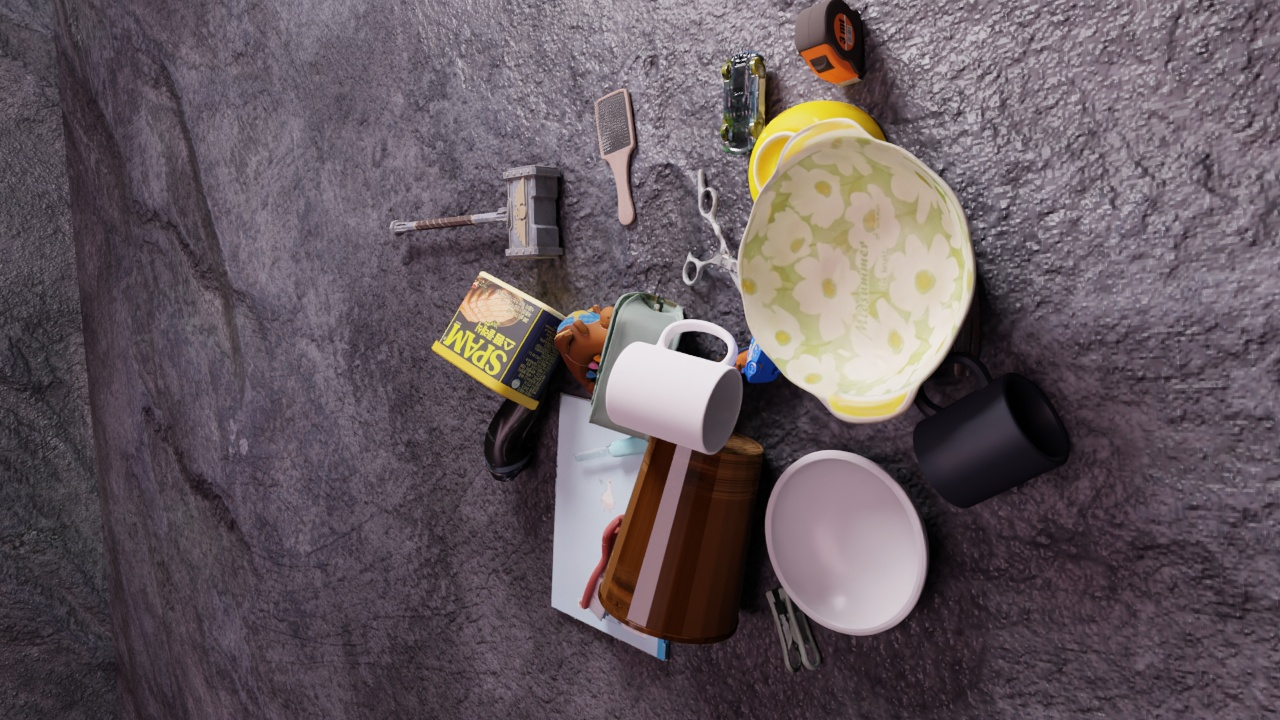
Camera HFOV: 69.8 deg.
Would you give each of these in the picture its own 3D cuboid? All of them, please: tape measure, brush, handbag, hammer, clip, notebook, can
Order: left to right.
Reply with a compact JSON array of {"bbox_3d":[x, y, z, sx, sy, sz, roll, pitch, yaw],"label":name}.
[{"bbox_3d":[-0.214,-0.168,1.103,0.323,0.044,0.098,3,97,44],"label":"hammer"},{"bbox_3d":[-0.148,-0.024,1.012,0.135,0.075,0.104,28,87,39],"label":"can"},{"bbox_3d":[-0.029,0.210,0.917,0.030,0.040,0.173,40,143,21],"label":"brush"},{"bbox_3d":[-0.031,0.173,0.983,0.181,0.009,0.253,12,102,43],"label":"notebook"},{"bbox_3d":[-0.024,-0.205,0.933,0.050,0.015,0.135,-9,88,46],"label":"brush"},{"bbox_3d":[-0.005,0.005,0.874,0.067,0.106,0.122,16,107,1],"label":"handbag"},{"bbox_3d":[0.136,0.239,0.816,0.042,0.023,0.075,-27,74,44],"label":"clip"},{"bbox_3d":[0.140,-0.008,0.779,0.315,0.034,0.137,-29,74,43],"label":"hammer"},{"bbox_3d":[0.147,-0.253,0.730,0.038,0.058,0.058,-4,88,45],"label":"tape measure"}]

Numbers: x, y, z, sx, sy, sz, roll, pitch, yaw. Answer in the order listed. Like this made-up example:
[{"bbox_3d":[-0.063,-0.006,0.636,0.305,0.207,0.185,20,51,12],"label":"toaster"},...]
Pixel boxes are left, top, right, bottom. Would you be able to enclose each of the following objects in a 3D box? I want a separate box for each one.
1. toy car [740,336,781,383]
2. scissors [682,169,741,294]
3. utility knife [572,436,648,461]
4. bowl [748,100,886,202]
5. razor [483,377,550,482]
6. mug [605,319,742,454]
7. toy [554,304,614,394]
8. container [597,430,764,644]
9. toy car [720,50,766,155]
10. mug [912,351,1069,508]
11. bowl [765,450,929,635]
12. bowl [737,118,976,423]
[{"bbox_3d":[0.096,-0.017,0.781,0.062,0.033,0.092,46,130,47],"label":"toy car"},{"bbox_3d":[0.077,-0.104,0.826,0.142,0.014,0.158,-4,86,60],"label":"scissors"},{"bbox_3d":[-0.016,0.089,0.941,0.166,0.015,0.022,-16,81,42],"label":"utility knife"},{"bbox_3d":[0.135,-0.154,0.745,0.117,0.067,0.117,5,98,44],"label":"bowl"},{"bbox_3d":[-0.135,0.072,1.053,0.141,0.063,0.053,-62,37,12],"label":"razor"},{"bbox_3d":[0.036,0.015,0.772,0.091,0.074,0.110,16,68,28],"label":"mug"},{"bbox_3d":[-0.040,-0.008,0.957,0.090,0.070,0.103,0,117,32],"label":"toy"},{"bbox_3d":[0.043,0.148,0.833,0.132,0.132,0.167,22,103,41],"label":"container"},{"bbox_3d":[0.093,-0.225,0.806,0.039,0.027,0.090,6,97,41],"label":"toy car"},{"bbox_3d":[0.238,0.044,0.654,0.078,0.071,0.105,-39,82,40],"label":"mug"},{"bbox_3d":[0.174,0.146,0.753,0.150,0.043,0.149,6,98,44],"label":"bowl"},{"bbox_3d":[0.164,-0.066,0.675,0.189,0.060,0.219,-11,89,44],"label":"bowl"}]
